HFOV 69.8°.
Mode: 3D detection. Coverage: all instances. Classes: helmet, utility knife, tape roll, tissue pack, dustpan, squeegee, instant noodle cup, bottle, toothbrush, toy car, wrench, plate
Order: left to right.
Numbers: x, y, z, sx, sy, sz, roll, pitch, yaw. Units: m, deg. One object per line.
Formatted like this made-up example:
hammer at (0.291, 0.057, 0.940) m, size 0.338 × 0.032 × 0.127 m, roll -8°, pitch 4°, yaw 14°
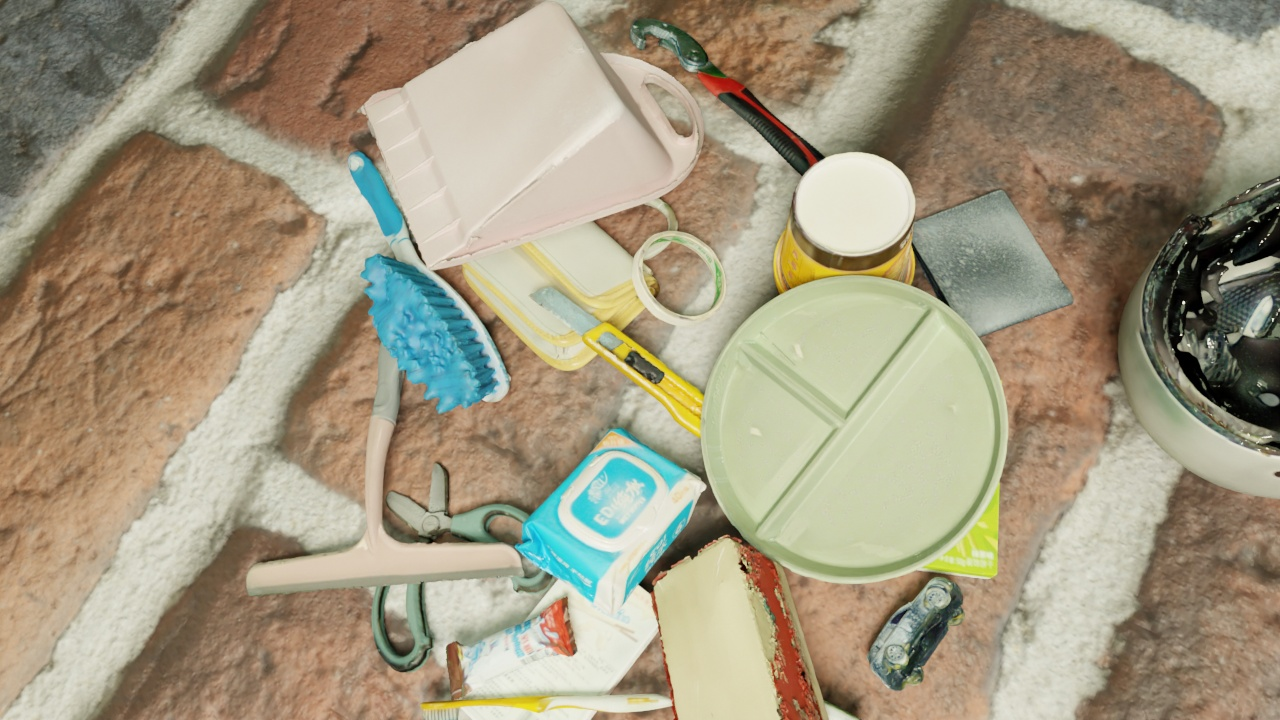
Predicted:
squeegee at (-0.216, 0.063, 0.774) m, size 0.248 × 0.040 × 0.249 m, roll -8°, pitch 63°, yaw 14°
toothbrush at (-0.069, 0.255, 0.671) m, size 0.191 × 0.016 × 0.018 m, roll -4°, pitch 80°, yaw 7°
dustpan at (-0.086, -0.195, 0.838) m, size 0.274 × 0.139 × 0.222 m, roll -30°, pitch 60°, yaw 11°
tissue pack at (-0.021, 0.118, 0.701) m, size 0.090 × 0.063 × 0.139 m, roll 31°, pitch 51°, yaw 17°
utility knife at (-0.004, 0.004, 0.750) m, size 0.209 × 0.015 × 0.033 m, roll 37°, pitch 76°, yaw -2°
tape roll at (0.033, -0.071, 0.788) m, size 0.085 × 0.014 × 0.085 m, roll 9°, pitch 67°, yaw -22°
wrench at (0.093, -0.241, 0.859) m, size 0.056 × 0.016 × 0.273 m, roll -33°, pitch 69°, yaw -34°
bottle at (0.091, 0.327, 0.625) m, size 0.068 × 0.068 × 0.196 m, roll 23°, pitch 78°, yaw 16°
plate at (0.155, 0.050, 0.692) m, size 0.231 × 0.027 × 0.230 m, roll -4°, pitch 82°, yaw 26°
instant noodle cup at (0.168, -0.099, 0.749) m, size 0.118 × 0.114 × 0.118 m, roll -3°, pitch 68°, yaw 7°
toy car at (0.202, 0.198, 0.671) m, size 0.090 × 0.043 × 0.034 m, roll -51°, pitch 37°, yaw -7°
helmet at (0.465, -0.001, 0.648) m, size 0.274 × 0.157 × 0.229 m, roll -16°, pitch 66°, yaw -10°

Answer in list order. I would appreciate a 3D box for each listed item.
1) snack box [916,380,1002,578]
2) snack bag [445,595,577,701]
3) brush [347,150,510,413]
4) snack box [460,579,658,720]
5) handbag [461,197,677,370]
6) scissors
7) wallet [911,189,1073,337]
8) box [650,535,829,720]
snack box at (0.234, 0.086, 0.716) m, size 0.086 × 0.026 × 0.156 m, roll 6°, pitch 70°, yaw 10°
snack bag at (-0.097, 0.215, 0.685) m, size 0.104 × 0.026 × 0.048 m, roll -19°, pitch 54°, yaw 1°
brush at (-0.212, -0.082, 0.818) m, size 0.061 × 0.109 × 0.314 m, roll -43°, pitch 74°, yaw 19°
snack box at (-0.057, 0.228, 0.702) m, size 0.085 × 0.027 × 0.156 m, roll 36°, pitch 78°, yaw 19°
handbag at (-0.058, -0.102, 0.814) m, size 0.178 × 0.063 × 0.163 m, roll -42°, pitch 71°, yaw -13°
scissors at (-0.160, 0.174, 0.739) m, size 0.170 × 0.019 × 0.181 m, roll 25°, pitch 76°, yaw 23°
wallet at (0.292, -0.082, 0.778) m, size 0.097 × 0.019 × 0.120 m, roll -20°, pitch 66°, yaw -2°
box at (0.064, 0.209, 0.625) m, size 0.091 × 0.076 × 0.168 m, roll -36°, pitch 42°, yaw 22°
